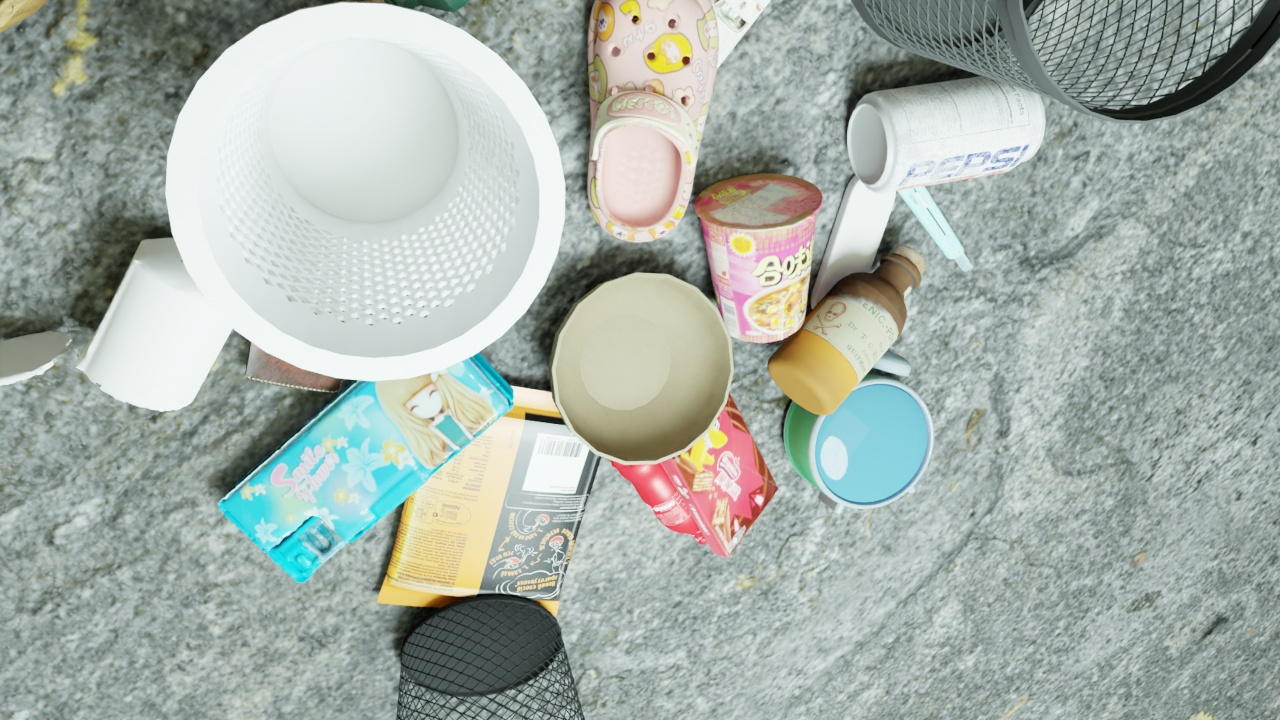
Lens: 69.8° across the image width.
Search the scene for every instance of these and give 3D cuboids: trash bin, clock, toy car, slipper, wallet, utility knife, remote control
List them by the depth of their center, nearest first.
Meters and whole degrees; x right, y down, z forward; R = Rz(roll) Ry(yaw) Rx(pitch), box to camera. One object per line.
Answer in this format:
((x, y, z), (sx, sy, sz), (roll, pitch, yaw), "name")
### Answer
((-0.162, -0.118, 0.554), (0.195, 0.199, 0.196), (-7, 116, -15), "trash bin")
((0.268, -0.285, 0.600), (0.217, 0.227, 0.218), (-7, 116, -15), "trash bin")
((0.007, -0.171, 0.646), (0.093, 0.081, 0.198), (3, 118, -2), "slipper")
((0.078, -0.265, 0.656), (0.039, 0.039, 0.113), (33, 101, -27), "toy car")
((-0.243, -0.039, 0.669), (0.072, 0.019, 0.123), (11, 110, -22), "wallet")
((-0.122, 0.322, 0.753), (0.184, 0.210, 0.184), (-8, 129, -9), "trash bin")
((0.181, -0.096, 0.784), (0.043, 0.013, 0.137), (7, 112, -21), "remote control")
((0.258, -0.118, 0.800), (0.022, 0.015, 0.126), (-45, 123, 4), "utility knife")
((0.192, 0.048, 0.827), (0.121, 0.075, 0.162), (-13, 105, -11), "clock")

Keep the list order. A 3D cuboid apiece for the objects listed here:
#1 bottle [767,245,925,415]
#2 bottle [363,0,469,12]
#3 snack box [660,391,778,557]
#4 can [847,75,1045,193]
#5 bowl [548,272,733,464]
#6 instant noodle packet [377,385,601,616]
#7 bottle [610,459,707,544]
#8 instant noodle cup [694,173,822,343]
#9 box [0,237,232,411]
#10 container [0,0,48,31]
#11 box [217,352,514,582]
((0.179, -0.032, 0.762), (0.156, 0.068, 0.068), (-47, 120, -12), "bottle")
((-0.121, -0.261, 0.580), (0.131, 0.061, 0.061), (-41, 117, 4), "bottle")
((0.070, 0.097, 0.812), (0.089, 0.021, 0.133), (-48, 124, -29), "snack box")
((0.240, -0.180, 0.727), (0.136, 0.078, 0.078), (-11, 117, -13), "can")
((-0.004, 0.004, 0.737), (0.152, 0.050, 0.152), (-3, 99, -21), "bowl")
((-0.121, 0.122, 0.777), (0.159, 0.032, 0.221), (10, 111, -20), "instant noodle packet")
((0.023, 0.117, 0.817), (0.042, 0.042, 0.141), (-36, 120, 1), "bottle")
((0.094, -0.078, 0.725), (0.097, 0.097, 0.109), (-15, 126, -11), "instant noodle cup")
((-0.354, -0.024, 0.609), (0.141, 0.083, 0.140), (23, 106, -32), "box")
((-0.397, -0.280, 0.406), (0.306, 0.196, 0.307), (-6, 115, -13), "container")
((-0.209, 0.069, 0.702), (0.227, 0.041, 0.094), (-40, 102, 7), "box")
